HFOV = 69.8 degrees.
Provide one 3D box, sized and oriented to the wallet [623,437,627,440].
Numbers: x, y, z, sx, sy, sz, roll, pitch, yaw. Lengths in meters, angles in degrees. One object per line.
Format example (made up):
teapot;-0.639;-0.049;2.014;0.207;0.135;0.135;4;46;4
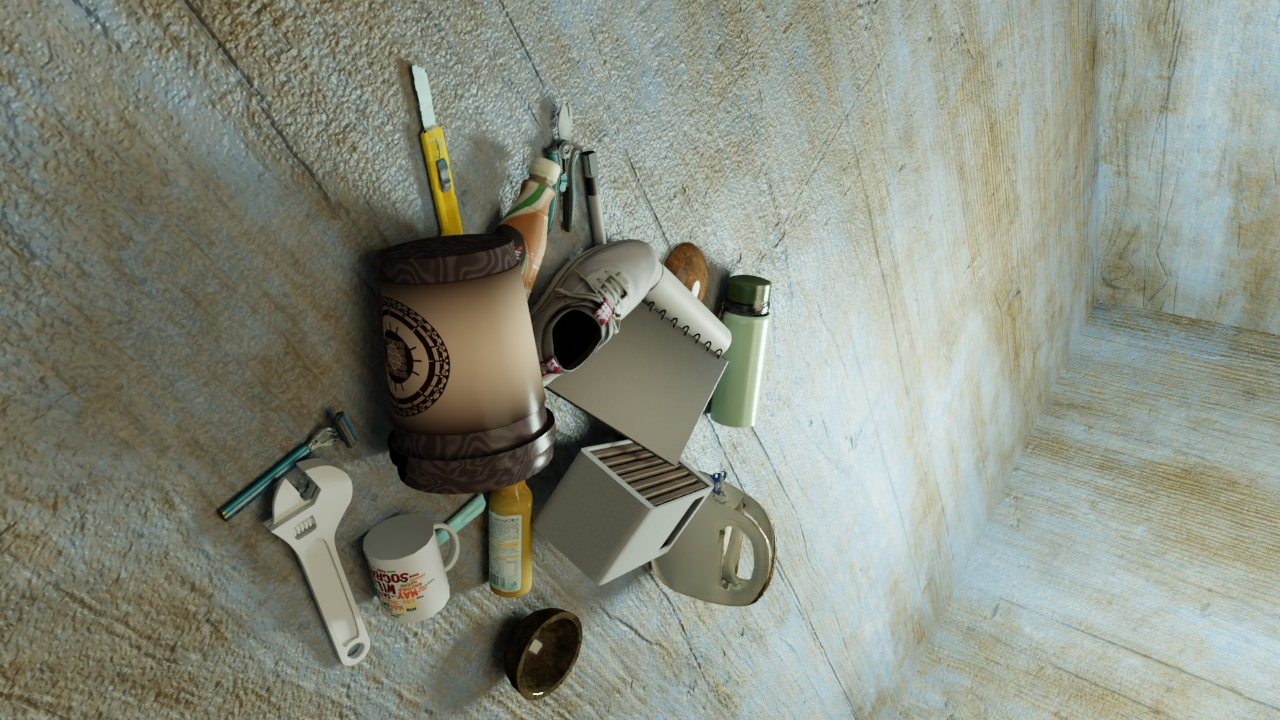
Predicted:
wallet;0.013;0.083;1.288;0.099;0.031;0.120;-36;151;-41

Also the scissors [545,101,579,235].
scissors;-0.094;-0.214;1.053;0.148;0.019;0.132;-56;142;-19

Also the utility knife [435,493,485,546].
utility knife;-0.224;0.199;1.064;0.119;0.015;0.022;-40;131;-34

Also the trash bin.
trash bin;-0.015;0.184;1.176;0.115;0.114;0.228;-57;161;13

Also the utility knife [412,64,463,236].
utility knife;-0.205;-0.192;0.925;0.030;0.018;0.207;-42;132;-47

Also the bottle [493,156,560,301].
bottle;-0.129;-0.139;1.004;0.059;0.059;0.167;21;88;-54

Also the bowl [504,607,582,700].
bowl;-0.138;0.380;1.217;0.121;0.056;0.121;-25;123;-45

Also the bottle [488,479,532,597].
bottle;-0.158;0.196;1.117;0.053;0.053;0.186;-19;119;-47

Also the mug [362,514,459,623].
mug;-0.242;0.218;0.999;0.105;0.073;0.090;-34;129;-40

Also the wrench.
wrench;-0.312;0.213;0.937;0.086;0.018;0.274;-34;135;-34

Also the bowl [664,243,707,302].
bowl;0.070;-0.108;1.303;0.101;0.026;0.114;-20;120;-47

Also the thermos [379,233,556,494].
thermos;-0.178;-0.003;0.918;0.172;0.173;0.226;-23;116;-46

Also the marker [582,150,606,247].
marker;-0.054;-0.185;1.118;0.016;0.016;0.141;-35;130;-39

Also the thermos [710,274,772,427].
thermos;0.153;-0.017;1.413;0.082;0.082;0.232;-16;117;-48

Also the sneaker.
sneaker;-0.054;-0.061;1.061;0.262;0.129;0.097;-46;110;-28

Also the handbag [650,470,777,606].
handbag;0.119;0.271;1.388;0.092;0.200;0.201;-26;127;-49

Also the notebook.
notebook;-0.007;0.007;1.172;0.231;0.019;0.169;33;76;-23

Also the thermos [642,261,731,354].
thermos;0.046;-0.077;1.243;0.224;0.052;0.052;40;73;-43

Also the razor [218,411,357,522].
razor;-0.337;0.103;0.874;0.143;0.022;0.042;-40;138;-29
